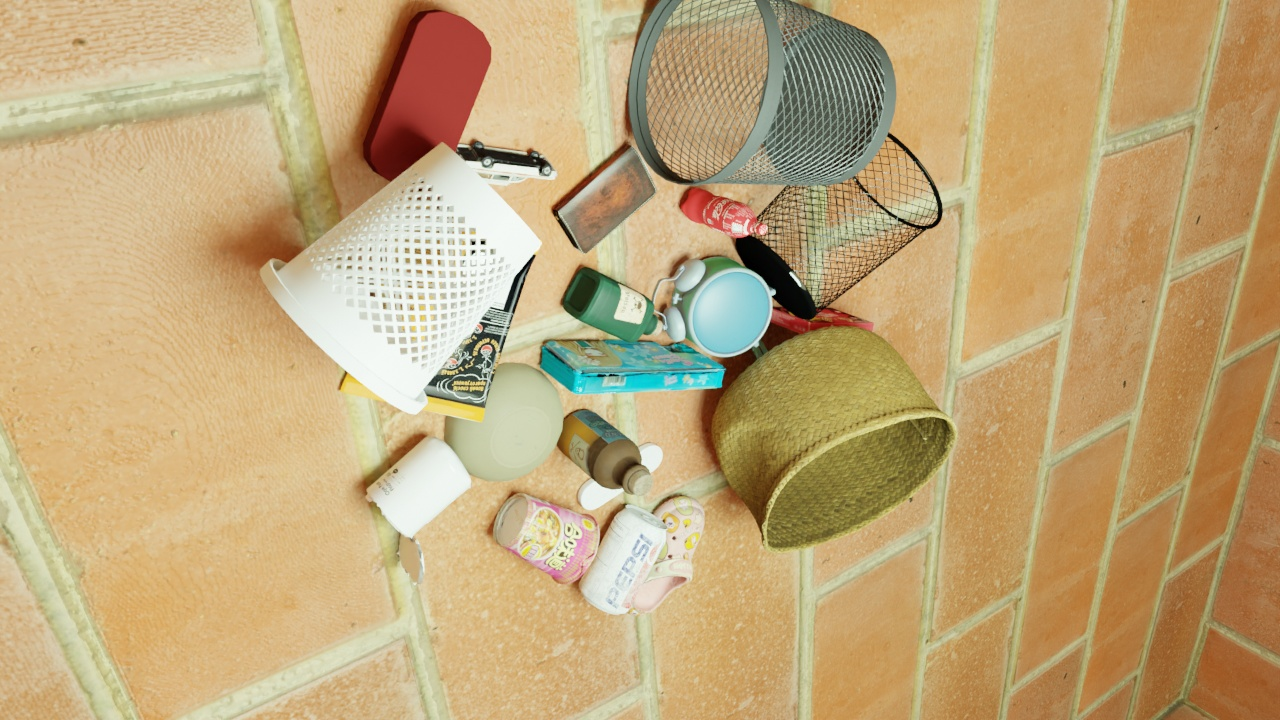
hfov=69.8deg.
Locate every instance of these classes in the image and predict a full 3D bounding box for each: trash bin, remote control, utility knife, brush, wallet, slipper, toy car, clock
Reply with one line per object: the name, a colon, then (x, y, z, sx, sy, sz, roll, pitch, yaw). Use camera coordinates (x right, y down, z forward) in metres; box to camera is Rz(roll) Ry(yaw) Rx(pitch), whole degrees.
trash bin: (0.249, -0.175, 1.199, 0.210, 0.184, 0.184, -42, 129, -5)
remote control: (-0.027, 0.158, 1.255, 0.136, 0.013, 0.043, -31, 126, -20)
utility knife: (0.162, -0.028, 1.305, 0.022, 0.015, 0.126, -42, 126, -11)
trash bin: (-0.212, -0.088, 0.872, 0.199, 0.195, 0.195, -45, 130, -2)
brush: (-0.214, -0.257, 0.907, 0.082, 0.042, 0.173, 17, 100, -40)
trash bin: (0.142, -0.301, 1.038, 0.226, 0.218, 0.218, -4, 113, -39)
wallet: (-0.041, -0.189, 1.079, 0.123, 0.019, 0.072, -43, 129, -12)
slipper: (0.044, 0.295, 1.327, 0.093, 0.081, 0.197, 17, 102, -41)
toy car: (-0.148, -0.206, 0.985, 0.113, 0.039, 0.039, 0, 132, -36)
clock: (0.088, -0.074, 1.196, 0.161, 0.075, 0.122, 9, 107, -25)

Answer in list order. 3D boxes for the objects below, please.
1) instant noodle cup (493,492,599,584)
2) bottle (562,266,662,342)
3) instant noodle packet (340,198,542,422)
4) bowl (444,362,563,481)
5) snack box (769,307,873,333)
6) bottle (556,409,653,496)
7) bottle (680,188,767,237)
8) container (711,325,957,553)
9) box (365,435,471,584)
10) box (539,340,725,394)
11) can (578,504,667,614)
instant noodle cup: (-0.124, 0.221, 1.168, 0.108, 0.098, 0.097, 33, 90, -32)
bottle: (-0.025, -0.061, 1.122, 0.131, 0.061, 0.061, 23, 98, -40)
instant noodle packet: (-0.216, -0.049, 0.997, 0.159, 0.032, 0.221, 15, 102, -25)
bowl: (-0.154, 0.082, 1.102, 0.152, 0.050, 0.152, -15, 119, -30)
snack box: (0.255, -0.056, 1.308, 0.132, 0.089, 0.021, -2, 108, -36)
bottle: (-0.038, 0.120, 1.134, 0.067, 0.157, 0.068, -15, 119, -30)
bottle: (0.102, -0.175, 1.107, 0.041, 0.141, 0.042, -15, 119, -30)
container: (0.256, 0.098, 1.264, 0.306, 0.196, 0.308, -18, 146, -13)
box: (-0.251, 0.175, 1.061, 0.140, 0.083, 0.142, -40, 134, -12)
box: (-0.007, 0.006, 1.145, 0.226, 0.094, 0.041, -1, 113, -35)
can: (-0.023, 0.275, 1.270, 0.078, 0.078, 0.136, 25, 95, -40)
